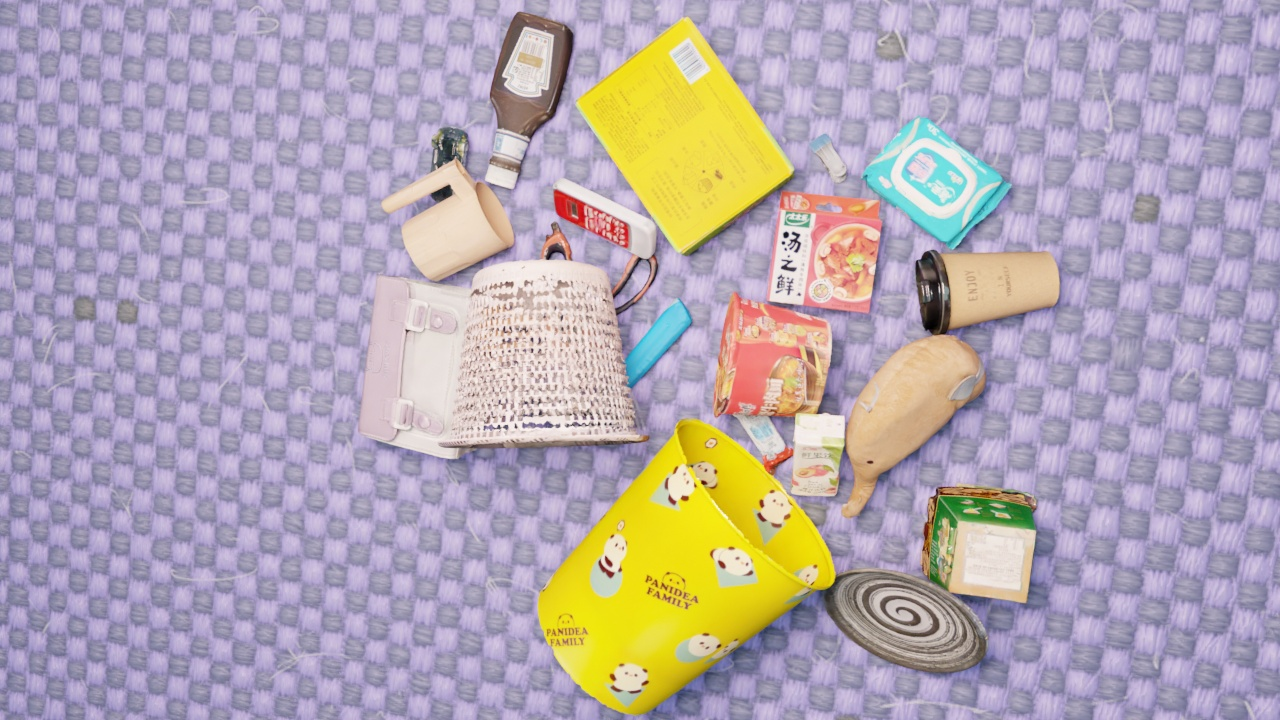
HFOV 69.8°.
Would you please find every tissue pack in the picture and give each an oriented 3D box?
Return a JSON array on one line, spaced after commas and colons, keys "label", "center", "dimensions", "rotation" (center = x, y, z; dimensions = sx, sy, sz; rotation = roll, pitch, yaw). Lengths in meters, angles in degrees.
[{"label": "tissue pack", "center": [0.317, -0.192, 0.990], "dimensions": [0.133, 0.050, 0.093], "rotation": [39, 99, 5]}]

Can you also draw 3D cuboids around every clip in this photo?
[{"label": "clip", "center": [0.212, -0.226, 1.025], "dimensions": [0.024, 0.026, 0.056], "rotation": [-32, 76, 8]}]

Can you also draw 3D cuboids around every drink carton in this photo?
[{"label": "drink carton", "center": [0.193, 0.102, 1.003], "dimensions": [0.053, 0.123, 0.045], "rotation": [3, 56, 10]}]

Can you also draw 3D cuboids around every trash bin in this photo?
[{"label": "trash bin", "center": [-0.106, -0.002, 0.999], "dimensions": [0.228, 0.227, 0.192], "rotation": [-3, 84, 10]}, {"label": "trash bin", "center": [0.038, 0.231, 0.996], "dimensions": [0.229, 0.229, 0.256], "rotation": [45, 106, 4]}]

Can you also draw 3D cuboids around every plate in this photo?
[{"label": "plate", "center": [0.289, 0.279, 1.003], "dimensions": [0.179, 0.024, 0.180], "rotation": [21, 140, 18]}]

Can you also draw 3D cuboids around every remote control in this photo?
[{"label": "remote control", "center": [-0.042, -0.161, 1.046], "dimensions": [0.136, 0.056, 0.020], "rotation": [29, 59, 18]}]

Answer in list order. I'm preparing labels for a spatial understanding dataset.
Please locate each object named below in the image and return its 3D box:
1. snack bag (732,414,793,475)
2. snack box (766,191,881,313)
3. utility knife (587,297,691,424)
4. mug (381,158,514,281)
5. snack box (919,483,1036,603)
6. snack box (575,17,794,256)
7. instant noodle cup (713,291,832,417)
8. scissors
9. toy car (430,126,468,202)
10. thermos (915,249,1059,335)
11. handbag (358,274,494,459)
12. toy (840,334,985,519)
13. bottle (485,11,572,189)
[{"label": "snack bag", "center": [0.138, 0.079, 1.055], "dimensions": [0.045, 0.026, 0.105], "rotation": [-31, 87, -5]}, {"label": "snack box", "center": [0.204, -0.122, 1.019], "dimensions": [0.113, 0.044, 0.127], "rotation": [7, 96, 9]}, {"label": "utility knife", "center": [-0.006, 0.006, 1.081], "dimensions": [0.034, 0.018, 0.187], "rotation": [44, 101, 16]}, {"label": "mug", "center": [-0.222, -0.161, 1.059], "dimensions": [0.104, 0.084, 0.125], "rotation": [-25, 134, 13]}, {"label": "snack box", "center": [0.370, 0.203, 0.985], "dimensions": [0.117, 0.105, 0.118], "rotation": [6, 96, 9]}, {"label": "snack box", "center": [0.050, -0.245, 1.023], "dimensions": [0.158, 0.070, 0.210], "rotation": [-35, 88, 11]}, {"label": "instant noodle cup", "center": [0.143, -0.001, 1.001], "dimensions": [0.108, 0.138, 0.138], "rotation": [8, 96, 1]}, {"label": "scissors", "center": [-0.064, -0.060, 1.088], "dimensions": [0.189, 0.015, 0.226], "rotation": [-12, 93, 11]}, {"label": "toy car", "center": [-0.227, -0.232, 1.093], "dimensions": [0.043, 0.034, 0.090], "rotation": [9, 97, 7]}, {"label": "thermos", "center": [0.362, -0.077, 0.976], "dimensions": [0.143, 0.093, 0.093], "rotation": [-7, 93, 3]}, {"label": "handbag", "center": [-0.257, 0.004, 1.090], "dimensions": [0.145, 0.098, 0.197], "rotation": [11, 97, 16]}, {"label": "toy", "center": [0.273, 0.068, 0.982], "dimensions": [0.226, 0.143, 0.082], "rotation": [-49, 42, 10]}, {"label": "bottle", "center": [-0.138, -0.298, 1.067], "dimensions": [0.080, 0.044, 0.195], "rotation": [19, 98, 8]}]
